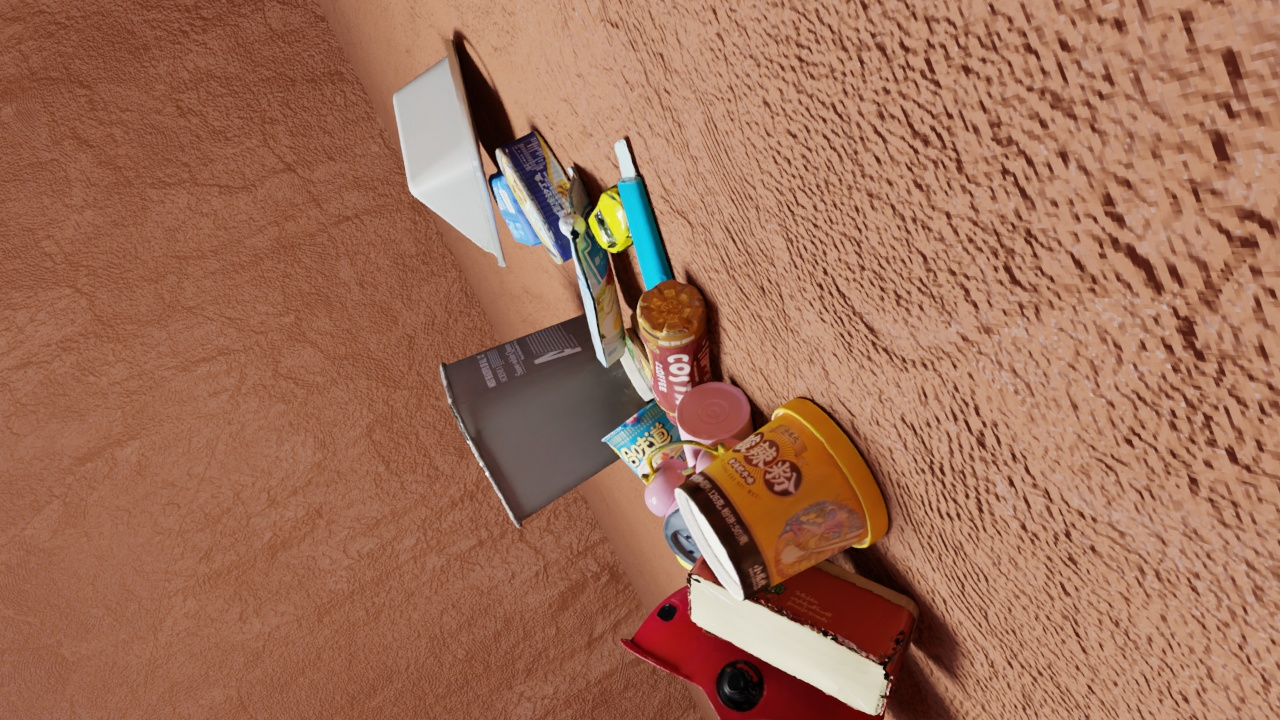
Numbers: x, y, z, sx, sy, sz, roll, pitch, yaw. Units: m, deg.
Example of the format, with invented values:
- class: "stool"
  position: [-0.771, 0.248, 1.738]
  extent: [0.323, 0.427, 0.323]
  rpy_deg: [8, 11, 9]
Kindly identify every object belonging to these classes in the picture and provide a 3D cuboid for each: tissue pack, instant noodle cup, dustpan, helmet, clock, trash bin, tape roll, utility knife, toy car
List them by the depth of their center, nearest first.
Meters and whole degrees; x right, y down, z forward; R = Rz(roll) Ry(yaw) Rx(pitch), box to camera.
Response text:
- class: "instant noodle cup"
  position: [0.096, 0.105, 0.665]
  extent: [0.118, 0.114, 0.119]
  rpy_deg: [58, 169, 18]
- class: "clock"
  position: [0.069, 0.121, 0.774]
  extent: [0.117, 0.059, 0.158]
  rpy_deg: [-27, 123, 38]
- class: "utility knife"
  position: [0.004, -0.110, 0.787]
  extent: [0.034, 0.018, 0.179]
  rpy_deg: [29, 149, 42]
- class: "helmet"
  position: [0.116, 0.269, 0.831]
  extent: [0.240, 0.143, 0.207]
  rpy_deg: [33, 170, 11]
- class: "toy car"
  position: [-0.026, -0.127, 0.843]
  extent: [0.048, 0.032, 0.105]
  rpy_deg: [61, 167, 0]
- class: "instant noodle cup"
  position: [0.026, 0.105, 1.047]
  extent: [0.110, 0.099, 0.099]
  rpy_deg: [53, 169, 2]
- class: "tape roll"
  position: [-0.006, 0.006, 1.063]
  extent: [0.086, 0.014, 0.085]
  rpy_deg: [61, -173, -14]
- class: "tissue pack"
  position: [-0.142, -0.194, 1.132]
  extent: [0.095, 0.052, 0.157]
  rpy_deg: [66, 168, -17]
- class: "trash bin"
  position: [-0.115, 0.060, 1.181]
  extent: [0.199, 0.219, 0.199]
  rpy_deg: [66, 174, -29]
- class: "dustpan"
  position: [-0.216, -0.283, 1.199]
  extent: [0.257, 0.143, 0.222]
  rpy_deg: [27, -136, -58]

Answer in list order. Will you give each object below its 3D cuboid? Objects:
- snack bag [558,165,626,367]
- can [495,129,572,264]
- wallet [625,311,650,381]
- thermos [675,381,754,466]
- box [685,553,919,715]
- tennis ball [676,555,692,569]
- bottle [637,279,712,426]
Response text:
- class: "snack bag"
  position: [-0.050, -0.094, 0.942]
  extent: [0.110, 0.039, 0.191]
  rpy_deg: [-78, -20, -50]
- class: "can"
  position: [-0.103, -0.179, 1.007]
  extent: [0.148, 0.049, 0.075]
  rpy_deg: [60, 168, 6]
- class: "wallet"
  position: [0.024, 0.012, 0.969]
  extent: [0.115, 0.033, 0.090]
  rpy_deg: [57, 170, 36]
- class: "thermos"
  position: [0.071, 0.105, 0.862]
  extent: [0.199, 0.087, 0.067]
  rpy_deg: [75, -156, -49]
- class: "box"
  position: [0.118, 0.203, 0.707]
  extent: [0.168, 0.077, 0.091]
  rpy_deg: [21, 141, 25]
- class: "tennis ball"
  position: [0.078, 0.248, 1.219]
  extent: [0.065, 0.065, 0.065]
  rpy_deg: [57, 168, 18]
- class: "bottle"
  position: [0.035, 0.002, 0.825]
  extent: [0.057, 0.057, 0.175]
  rpy_deg: [54, 167, 32]
